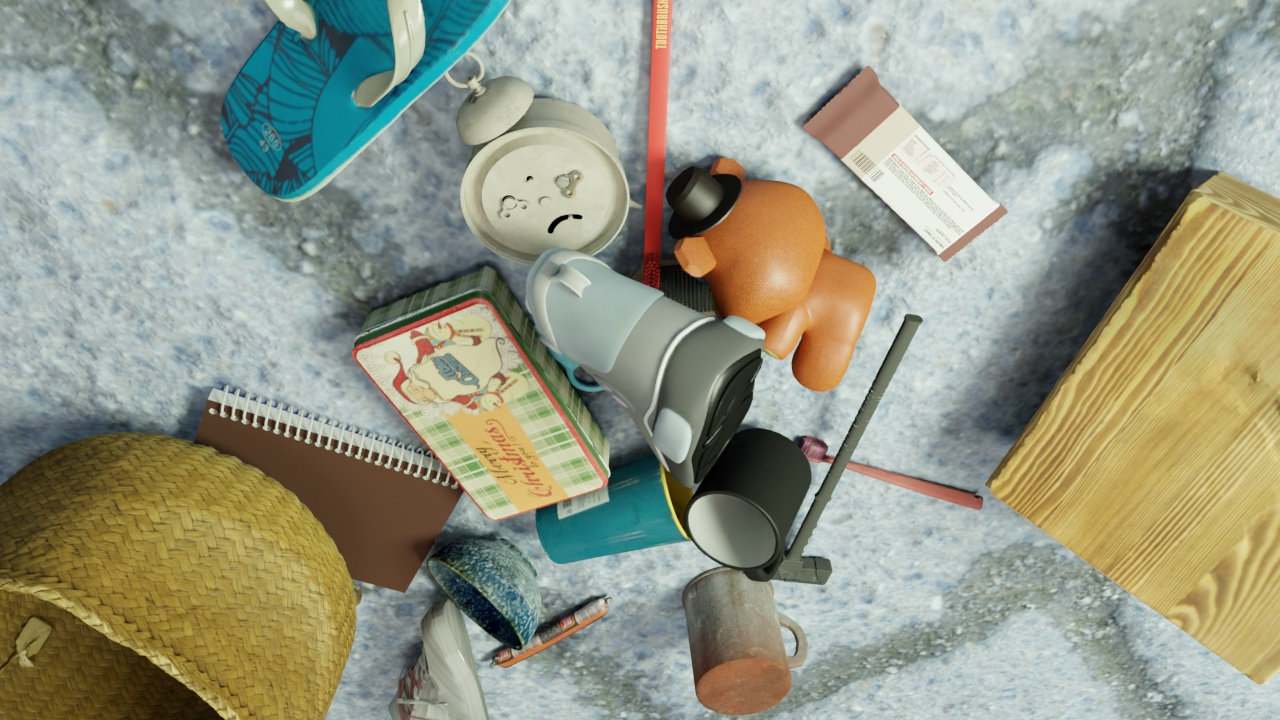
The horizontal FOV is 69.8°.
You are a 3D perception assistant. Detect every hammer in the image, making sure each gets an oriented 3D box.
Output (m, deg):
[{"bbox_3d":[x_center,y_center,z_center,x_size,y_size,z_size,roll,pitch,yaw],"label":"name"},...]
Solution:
[{"bbox_3d":[0.158,0.086,0.760,0.095,0.015,0.326,8,132,-7],"label":"hammer"}]

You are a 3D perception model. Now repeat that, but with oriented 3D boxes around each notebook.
[{"bbox_3d":[-0.269,0.114,0.769,0.209,0.022,0.172,21,124,-19],"label":"notebook"}]

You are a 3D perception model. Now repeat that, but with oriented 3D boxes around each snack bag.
[{"bbox_3d":[0.182,-0.129,0.621,0.158,0.013,0.057,34,120,-26],"label":"snack bag"}]

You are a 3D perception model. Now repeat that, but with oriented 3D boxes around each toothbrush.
[{"bbox_3d":[0.219,0.099,0.796,0.189,0.016,0.016,18,119,-17],"label":"toothbrush"},{"bbox_3d":[0.010,-0.133,0.593,0.012,0.017,0.213,2,123,0],"label":"toothbrush"}]

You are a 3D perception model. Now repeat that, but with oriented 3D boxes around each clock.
[{"bbox_3d":[-0.070,-0.130,0.573,0.103,0.061,0.157,-23,133,17],"label":"clock"}]

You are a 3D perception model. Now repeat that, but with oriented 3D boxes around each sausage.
[{"bbox_3d":[-0.088,0.269,0.901,0.155,0.020,0.020,-33,123,19],"label":"sausage"}]

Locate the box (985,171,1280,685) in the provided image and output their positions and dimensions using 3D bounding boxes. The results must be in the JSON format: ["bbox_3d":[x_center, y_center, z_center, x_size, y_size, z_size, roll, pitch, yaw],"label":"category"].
[{"bbox_3d":[0.515,0.033,0.707,0.335,0.286,0.280,-20,141,-45],"label":"box"}]

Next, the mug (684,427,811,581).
[{"bbox_3d":[0.092,0.125,0.741,0.078,0.087,0.114,-2,119,30],"label":"mug"}]

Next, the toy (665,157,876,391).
[{"bbox_3d":[0.090,-0.064,0.609,0.096,0.111,0.176,-10,133,44],"label":"toy"}]

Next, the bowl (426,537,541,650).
[{"bbox_3d":[-0.126,0.194,0.806,0.114,0.060,0.115,31,148,22],"label":"bowl"}]

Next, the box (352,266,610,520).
[{"bbox_3d":[-0.113,0.032,0.695,0.118,0.050,0.205,-16,128,16],"label":"box"}]

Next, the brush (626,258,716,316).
[{"bbox_3d":[-0.003,-0.048,0.668,0.135,0.015,0.050,-4,127,-1],"label":"brush"}]

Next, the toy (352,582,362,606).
[{"bbox_3d":[-0.317,0.214,0.829,0.123,0.037,0.079,-20,131,21],"label":"toy"}]

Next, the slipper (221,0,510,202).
[{"bbox_3d":[-0.150,-0.196,0.494,0.296,0.060,0.118,-41,93,27],"label":"slipper"}]

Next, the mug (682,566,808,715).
[{"bbox_3d":[0.104,0.265,0.859,0.123,0.110,0.096,12,130,-13],"label":"mug"}]

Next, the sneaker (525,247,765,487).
[{"bbox_3d":[-0.003,0.004,0.637,0.160,0.257,0.093,33,80,9],"label":"sneaker"}]

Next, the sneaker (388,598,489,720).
[{"bbox_3d":[-0.200,0.324,0.886,0.089,0.099,0.237,-13,130,-13],"label":"sneaker"}]

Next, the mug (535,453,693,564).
[{"bbox_3d":[-0.022,0.127,0.766,0.121,0.078,0.078,-18,127,15],"label":"mug"}]

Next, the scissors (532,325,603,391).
[{"bbox_3d":[-0.075,-0.011,0.697,0.141,0.015,0.076,14,127,-7],"label":"scissors"}]

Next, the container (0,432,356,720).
[{"bbox_3d":[-0.382,0.206,0.694,0.307,0.196,0.307,5,122,7],"label":"container"}]
